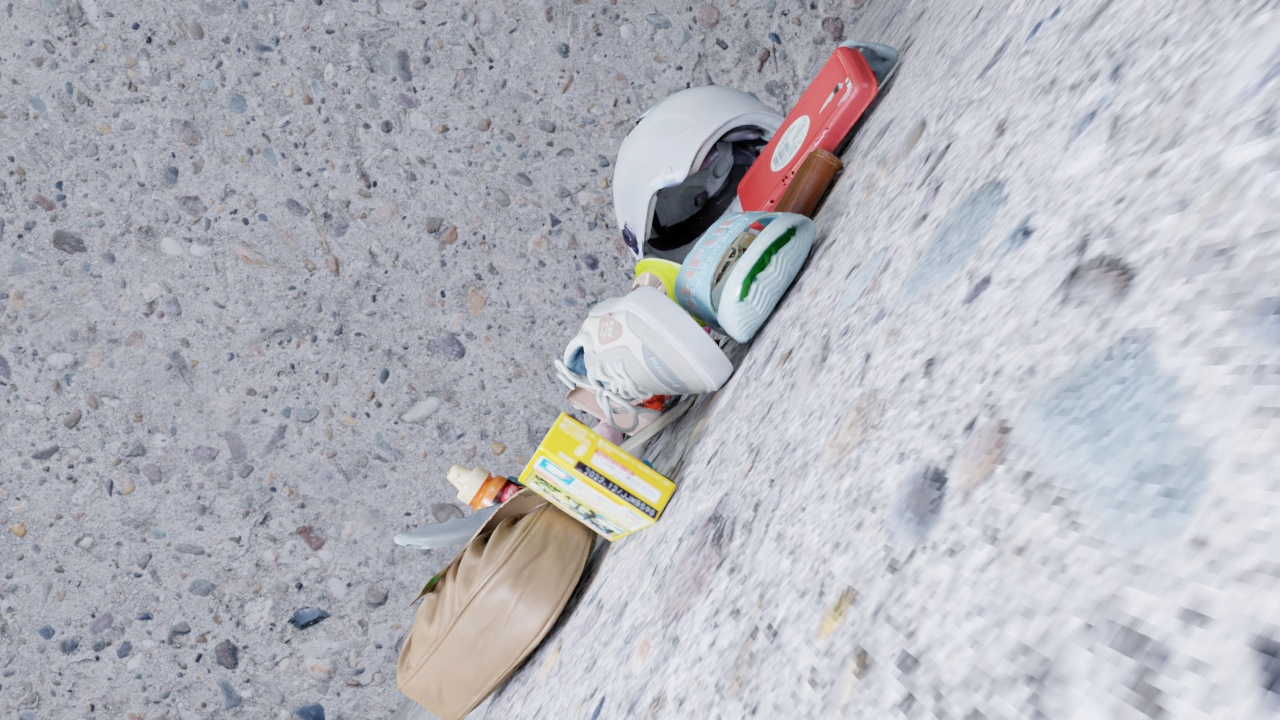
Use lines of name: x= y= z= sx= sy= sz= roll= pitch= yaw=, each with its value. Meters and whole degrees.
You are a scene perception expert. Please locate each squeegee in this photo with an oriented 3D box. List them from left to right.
squeegee: x=-0.094 y=0.122 z=0.797 sx=0.245 sy=0.039 sz=0.247 roll=-19 pitch=-12 yaw=-35

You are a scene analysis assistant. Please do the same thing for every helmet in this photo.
helmet: x=0.057 y=-0.223 z=1.098 sx=0.228 sy=0.146 sz=0.259 roll=-25 pitch=-23 yaw=-21

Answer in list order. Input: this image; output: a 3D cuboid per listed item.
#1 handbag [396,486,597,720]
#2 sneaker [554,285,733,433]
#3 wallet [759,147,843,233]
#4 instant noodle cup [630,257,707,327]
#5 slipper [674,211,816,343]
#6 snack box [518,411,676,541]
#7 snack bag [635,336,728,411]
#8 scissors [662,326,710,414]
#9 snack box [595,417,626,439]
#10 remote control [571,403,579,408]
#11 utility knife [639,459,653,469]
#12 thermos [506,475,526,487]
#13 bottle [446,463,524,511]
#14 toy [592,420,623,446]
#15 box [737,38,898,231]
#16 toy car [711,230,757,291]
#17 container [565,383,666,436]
handbag: x=-0.117 y=0.189 z=0.725 sx=0.205 sy=0.100 sz=0.147 roll=-50 pitch=4 yaw=32
sneaker: x=-0.012 y=0.000 z=0.736 sx=0.090 sy=0.089 sz=0.242 roll=-45 pitch=17 yaw=-10
wallet: x=0.143 y=-0.141 z=0.843 sx=0.101 sy=0.032 sz=0.124 roll=-59 pitch=1 yaw=8
instant noodle cup: x=0.021 y=-0.036 z=1.052 sx=0.123 sy=0.111 sz=0.112 roll=-65 pitch=5 yaw=-16
slipper: x=0.074 y=-0.071 z=0.726 sx=0.104 sy=0.074 sz=0.245 roll=-55 pitch=1 yaw=-1
snack box: x=-0.035 y=0.084 z=0.630 sx=0.033 sy=0.087 sz=0.141 roll=-58 pitch=2 yaw=-22
snack bag: x=0.035 y=0.012 z=0.814 sx=0.104 sy=0.026 sz=0.048 roll=-44 pitch=4 yaw=-21
scissors: x=0.045 y=0.011 z=0.917 sx=0.133 sy=0.017 sz=0.136 roll=-62 pitch=6 yaw=-29
snack box: x=-0.004 y=0.042 z=1.164 sx=0.126 sy=0.053 sz=0.113 roll=-50 pitch=4 yaw=20
remote control: x=-0.025 y=0.032 z=1.008 sx=0.055 sy=0.020 sz=0.136 roll=-44 pitch=22 yaw=-30
utility knife: x=-0.019 y=0.110 z=0.809 sx=0.034 sy=0.018 sz=0.192 roll=-41 pitch=-3 yaw=-15
thermos: x=-0.164 y=0.234 z=0.991 sx=0.070 sy=0.070 sz=0.220 roll=136 pitch=156 yaw=-79
bottle: x=-0.134 y=0.153 z=0.944 sx=0.067 sy=0.149 sz=0.066 roll=-56 pitch=2 yaw=3
toy: x=-0.055 y=0.113 z=1.051 sx=0.121 sy=0.054 sz=0.159 roll=-58 pitch=1 yaw=23
box: x=0.190 y=-0.228 z=0.951 sx=0.202 sy=0.099 sz=0.116 roll=-54 pitch=36 yaw=41
toy car: x=0.097 y=-0.089 z=0.910 sx=0.090 sy=0.042 sz=0.035 roll=-58 pitch=12 yaw=-23
container: x=-0.005 y=0.005 z=0.901 sx=0.110 sy=0.090 sz=0.090 roll=-62 pitch=3 yaw=-16
